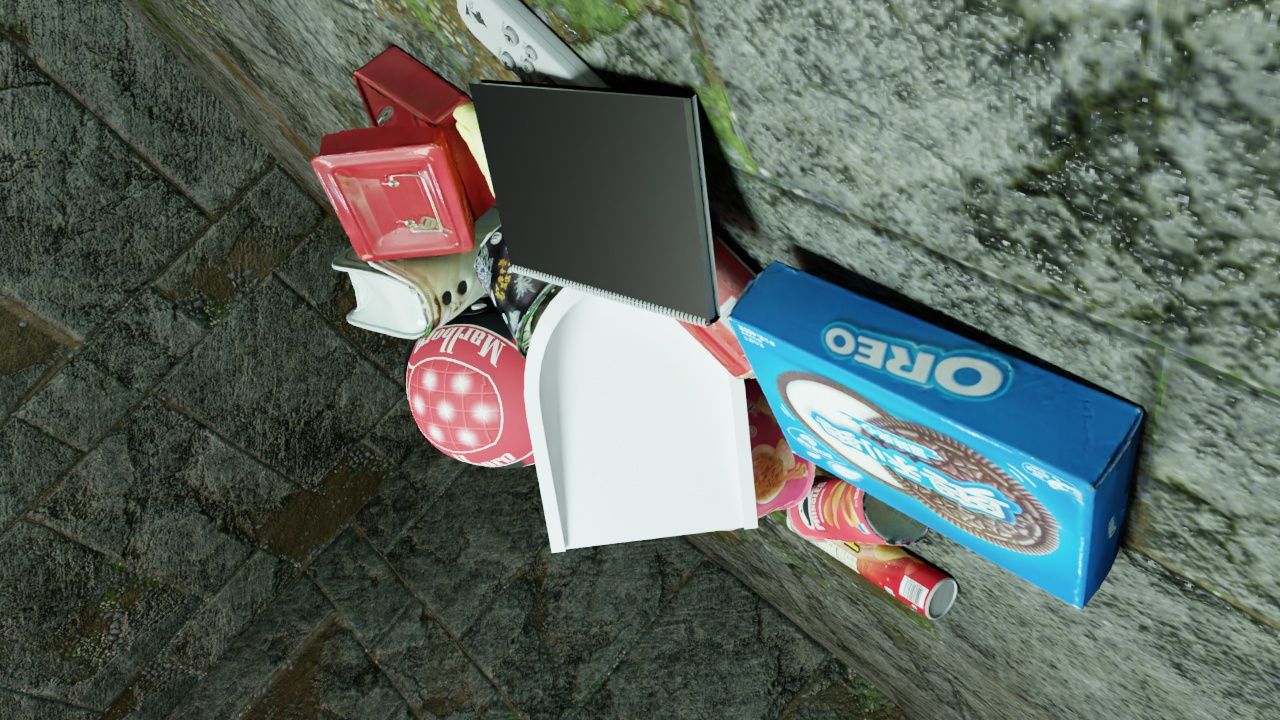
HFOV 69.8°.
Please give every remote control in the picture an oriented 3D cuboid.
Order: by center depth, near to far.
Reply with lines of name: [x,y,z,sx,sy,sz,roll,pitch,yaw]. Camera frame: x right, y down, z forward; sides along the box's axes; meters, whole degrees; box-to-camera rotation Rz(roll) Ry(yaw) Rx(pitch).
remote control: [-0.068,-0.203,0.634,0.151,0.019,0.074,43,169,-5]

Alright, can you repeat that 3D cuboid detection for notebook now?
notebook: [-0.035,-0.112,0.629,0.207,0.016,0.149,19,129,41]

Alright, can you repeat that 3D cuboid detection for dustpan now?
dustpan: [-0.003,0.043,0.807,0.053,0.191,0.258,-88,-9,-80]

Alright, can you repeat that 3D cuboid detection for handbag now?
handbag: [-0.229,-0.111,1.035,0.142,0.197,0.096,12,125,25]

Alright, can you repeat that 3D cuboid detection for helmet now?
helmet: [-0.169,0.023,1.085,0.271,0.224,0.198,6,108,28]

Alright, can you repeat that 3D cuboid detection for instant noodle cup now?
instant noodle cup: [0.080,0.095,0.928,0.179,0.077,0.179,30,136,33]
instant noodle cup: [-0.101,-0.083,0.958,0.112,0.137,0.137,47,173,25]

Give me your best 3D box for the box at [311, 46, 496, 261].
box: [-0.220,-0.207,0.913,0.147,0.155,0.158,0,148,2]

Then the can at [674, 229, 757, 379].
can: [0.041,-0.062,0.680,0.170,0.067,0.067,43,169,-10]

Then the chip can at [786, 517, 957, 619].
chip can: [0.263,0.223,1.063,0.215,0.051,0.052,29,163,50]

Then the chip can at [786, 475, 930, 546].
chip can: [0.208,0.142,0.888,0.073,0.073,0.233,42,169,2]

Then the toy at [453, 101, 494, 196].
toy: [-0.102,-0.157,0.823,0.155,0.064,0.170,43,171,25]

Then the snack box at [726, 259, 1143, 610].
snack box: [0.185,0.048,0.592,0.239,0.056,0.195,28,162,35]
